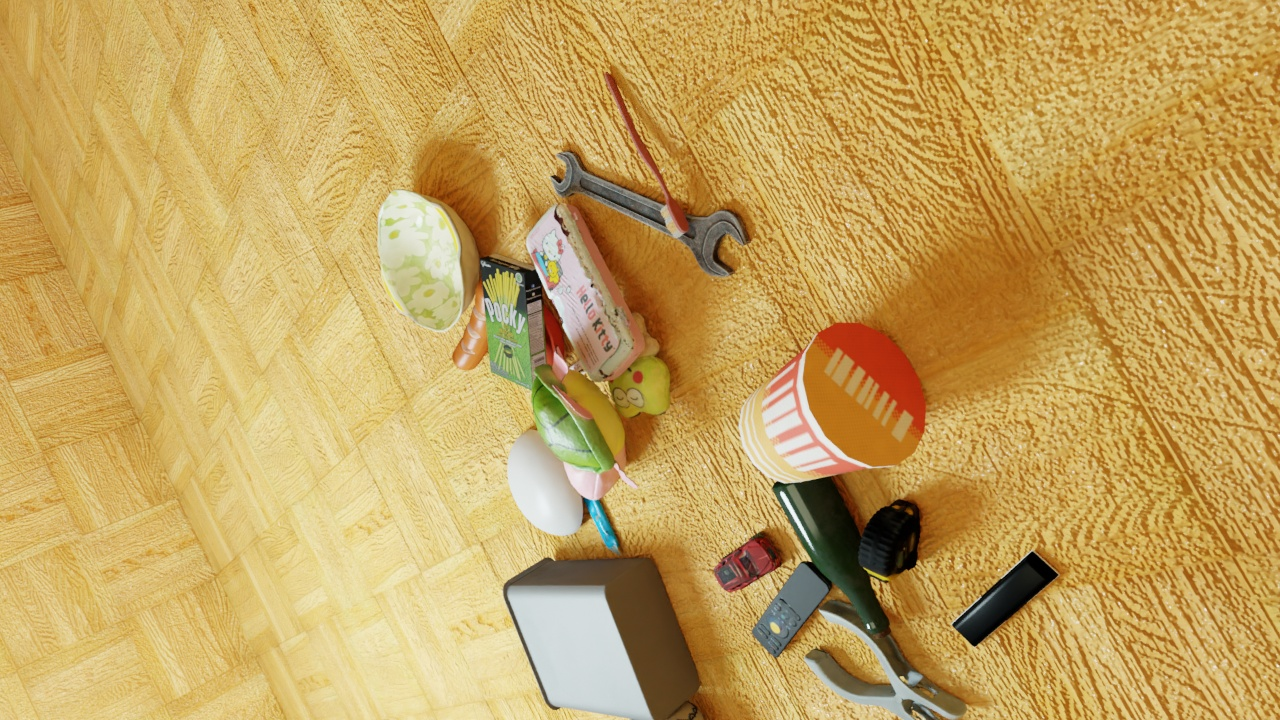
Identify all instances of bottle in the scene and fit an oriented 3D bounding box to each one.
[{"bbox_3d":[0.189,0.184,0.873,0.055,0.055,0.174,-31,87,49],"label":"bottle"}]

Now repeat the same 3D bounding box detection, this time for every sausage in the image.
[{"bbox_3d":[-0.207,-0.045,1.189,0.165,0.044,0.039,-59,39,44],"label":"sausage"}]

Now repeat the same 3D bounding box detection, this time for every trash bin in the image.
[{"bbox_3d":[-0.055,0.355,1.183,0.220,0.097,0.192,-16,97,48],"label":"trash bin"}]

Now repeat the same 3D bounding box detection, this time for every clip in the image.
[{"bbox_3d":[0.238,0.285,0.890,0.172,0.029,0.143,20,124,39],"label":"clip"}]

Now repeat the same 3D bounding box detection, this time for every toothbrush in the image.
[{"bbox_3d":[0.002,-0.204,0.903,0.016,0.015,0.184,-34,77,47],"label":"toothbrush"}]

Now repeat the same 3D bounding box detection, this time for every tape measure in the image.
[{"bbox_3d":[0.225,0.163,0.818,0.038,0.062,0.067,22,122,38],"label":"tape measure"}]

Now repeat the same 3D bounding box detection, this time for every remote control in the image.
[{"bbox_3d":[0.159,0.264,0.971,0.041,0.020,0.152,44,136,22],"label":"remote control"},{"bbox_3d":[0.310,0.208,0.788,0.028,0.011,0.124,45,135,22],"label":"remote control"}]

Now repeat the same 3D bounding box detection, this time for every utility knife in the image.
[{"bbox_3d":[-0.063,0.177,1.167,0.031,0.015,0.158,-28,89,54],"label":"utility knife"}]

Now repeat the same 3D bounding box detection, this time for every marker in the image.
[{"bbox_3d":[-0.090,0.019,1.116,0.134,0.017,0.020,-33,83,49],"label":"marker"}]

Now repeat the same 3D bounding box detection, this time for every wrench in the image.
[{"bbox_3d":[0.001,-0.157,0.941,0.273,0.010,0.070,30,128,34],"label":"wrench"}]

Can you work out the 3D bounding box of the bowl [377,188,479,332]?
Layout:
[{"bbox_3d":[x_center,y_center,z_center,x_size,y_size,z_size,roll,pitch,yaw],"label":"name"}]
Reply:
[{"bbox_3d":[-0.266,-0.135,1.196,0.220,0.060,0.188,-33,84,50],"label":"bowl"}]

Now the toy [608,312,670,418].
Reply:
[{"bbox_3d":[-0.006,0.006,1.001,0.092,0.046,0.115,-7,96,51],"label":"toy"}]

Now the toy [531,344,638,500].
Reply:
[{"bbox_3d":[-0.066,0.073,1.017,0.190,0.087,0.238,53,169,31],"label":"toy"}]

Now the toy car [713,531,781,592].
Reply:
[{"bbox_3d":[0.114,0.219,0.987,0.042,0.036,0.091,56,133,12],"label":"toy car"}]

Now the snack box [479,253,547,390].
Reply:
[{"bbox_3d":[-0.149,-0.045,1.085,0.080,0.025,0.148,21,123,39],"label":"snack box"}]

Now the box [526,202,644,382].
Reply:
[{"bbox_3d":[-0.062,-0.076,0.987,0.087,0.044,0.202,-46,61,40],"label":"box"}]

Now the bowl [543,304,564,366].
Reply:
[{"bbox_3d":[-0.132,-0.028,1.124,0.122,0.035,0.122,23,124,38],"label":"bowl"}]

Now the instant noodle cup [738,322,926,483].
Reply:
[{"bbox_3d":[0.158,0.047,0.798,0.123,0.123,0.121,61,147,6],"label":"instant noodle cup"}]

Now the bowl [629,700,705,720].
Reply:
[{"bbox_3d":[0.029,0.460,1.131,0.116,0.115,0.059,-18,91,49],"label":"bowl"}]

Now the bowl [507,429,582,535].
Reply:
[{"bbox_3d":[-0.136,0.167,1.205,0.149,0.043,0.150,30,131,42],"label":"bowl"}]
